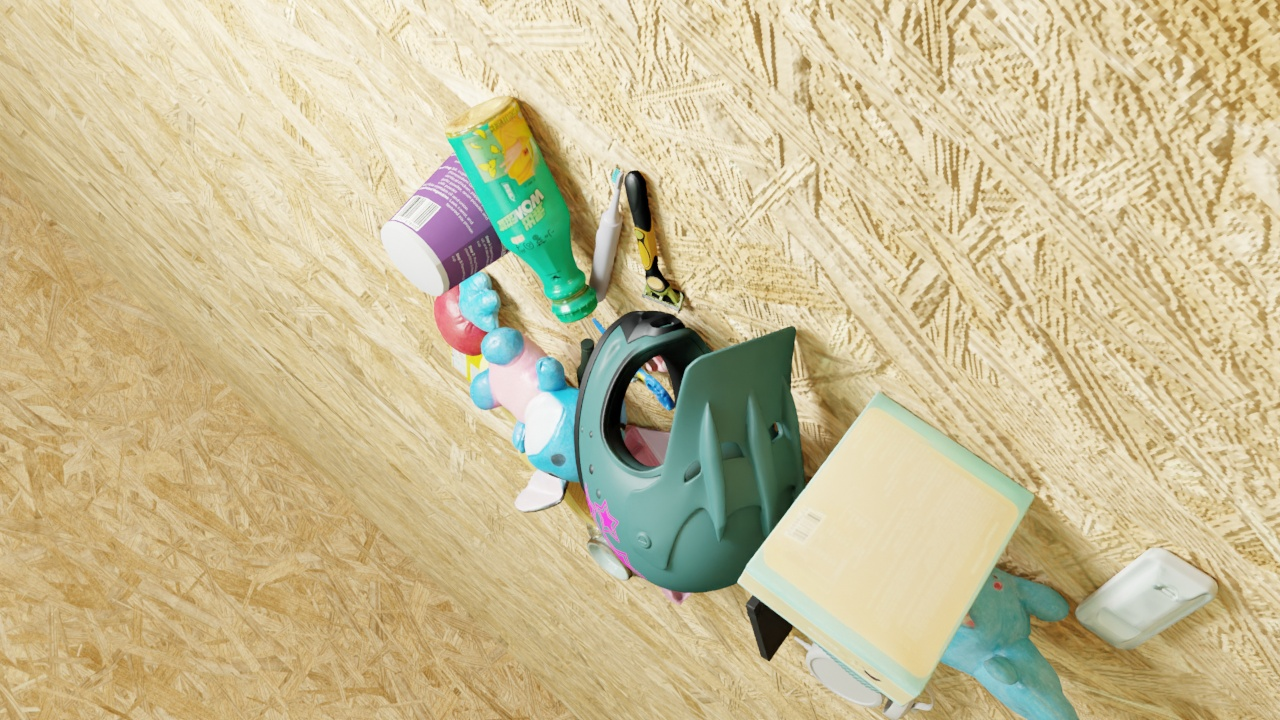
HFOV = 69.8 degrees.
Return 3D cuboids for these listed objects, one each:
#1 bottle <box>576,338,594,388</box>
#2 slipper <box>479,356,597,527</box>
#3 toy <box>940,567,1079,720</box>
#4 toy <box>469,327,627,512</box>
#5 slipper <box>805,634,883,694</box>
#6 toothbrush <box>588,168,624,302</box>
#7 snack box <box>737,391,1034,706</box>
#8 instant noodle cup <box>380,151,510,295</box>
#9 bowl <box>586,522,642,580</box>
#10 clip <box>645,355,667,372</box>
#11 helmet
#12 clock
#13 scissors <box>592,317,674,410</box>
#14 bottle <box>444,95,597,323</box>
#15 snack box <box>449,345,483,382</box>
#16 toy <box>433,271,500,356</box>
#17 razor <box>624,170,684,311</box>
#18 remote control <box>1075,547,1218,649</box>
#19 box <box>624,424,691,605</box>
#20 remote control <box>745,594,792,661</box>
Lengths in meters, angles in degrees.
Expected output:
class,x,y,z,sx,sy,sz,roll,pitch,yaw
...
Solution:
class,x,y,z,sx,sy,sz,roll,pitch,yaw
bottle,-0.056,0.018,1.028,0.033,0.033,0.123,32,150,22
slipper,-0.105,0.088,1.128,0.263,0.099,0.079,54,154,-10
toy,0.301,0.229,0.765,0.180,0.115,0.183,45,-178,40
toy,-0.108,0.063,1.013,0.191,0.098,0.225,42,133,8
slipper,0.211,0.249,0.910,0.276,0.116,0.069,49,-170,-19
toothbrush,-0.030,-0.109,0.827,0.019,0.018,0.188,40,153,12
snack box,0.185,0.132,0.683,0.141,0.193,0.044,35,150,15
instant noodle cup,-0.181,-0.132,0.886,0.137,0.121,0.122,14,141,44
bowl,-0.015,0.230,1.208,0.160,0.093,0.160,33,151,21
clip,0.012,-0.008,0.911,0.045,0.023,0.060,19,146,32
helmet,0.051,0.082,0.815,0.200,0.176,0.275,31,130,47
clock,0.262,0.350,1.047,0.159,0.060,0.120,9,138,41
scissors,-0.010,0.002,0.939,0.125,0.016,0.123,51,165,-17
bottle,-0.099,-0.128,0.827,0.068,0.068,0.210,11,136,47
snack box,-0.218,-0.011,1.216,0.075,0.025,0.153,38,153,11
toy,-0.201,-0.059,1.091,0.092,0.062,0.133,52,138,1
razor,0.007,-0.102,0.788,0.044,0.021,0.144,24,145,33
remote control,0.374,0.183,0.687,0.050,0.022,0.134,33,151,19
box,0.039,0.190,1.079,0.232,0.106,0.116,58,160,-22
remote control,0.160,0.317,1.132,0.013,0.058,0.133,23,146,35
